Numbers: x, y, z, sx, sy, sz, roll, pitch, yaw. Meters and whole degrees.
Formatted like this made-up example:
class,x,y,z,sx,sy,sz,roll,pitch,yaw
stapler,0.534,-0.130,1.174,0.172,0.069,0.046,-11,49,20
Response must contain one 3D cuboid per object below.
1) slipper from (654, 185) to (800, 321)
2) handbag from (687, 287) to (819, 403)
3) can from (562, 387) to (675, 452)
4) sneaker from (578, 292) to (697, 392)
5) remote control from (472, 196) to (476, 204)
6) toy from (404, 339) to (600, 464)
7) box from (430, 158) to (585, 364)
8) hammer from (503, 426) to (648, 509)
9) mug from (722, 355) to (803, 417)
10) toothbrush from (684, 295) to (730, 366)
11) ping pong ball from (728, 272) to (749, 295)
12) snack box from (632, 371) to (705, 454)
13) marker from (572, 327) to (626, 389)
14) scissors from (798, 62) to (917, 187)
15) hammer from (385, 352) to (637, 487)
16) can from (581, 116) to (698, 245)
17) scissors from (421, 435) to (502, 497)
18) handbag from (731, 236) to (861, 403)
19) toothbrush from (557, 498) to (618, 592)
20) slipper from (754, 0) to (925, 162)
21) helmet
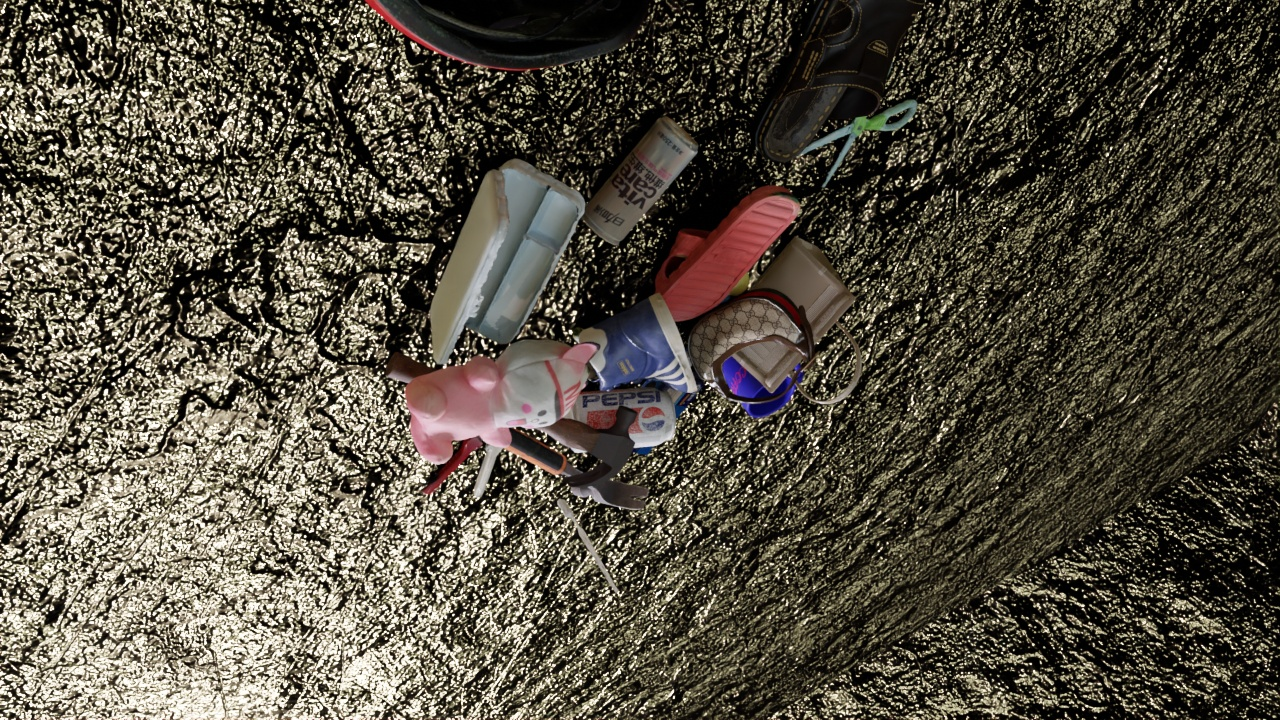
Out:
class,x,y,z,sx,sy,sz,roll,pitch,yaw
slipper,0.087,-0.132,1.090,0.103,0.059,0.250,2,146,-36
handbag,0.147,-0.015,1.171,0.167,0.138,0.063,-25,-172,31
can,-0.029,0.077,1.207,0.136,0.078,0.078,-3,136,-17
sneaker,-0.006,0.006,1.136,0.118,0.091,0.233,-25,160,-1
remote control,-0.142,-0.130,0.960,0.046,0.009,0.125,-24,143,-12
toy,-0.148,0.034,1.001,0.213,0.084,0.142,-17,148,-17
box,-0.151,-0.079,0.894,0.106,0.124,0.216,29,126,-4
hammer,-0.112,0.132,1.201,0.314,0.138,0.035,38,66,-49
mug,0.180,0.020,1.314,0.111,0.083,0.079,-16,141,-23
toothbrush,0.094,-0.052,1.226,0.016,0.014,0.167,4,129,-40
ping pong ball,0.118,-0.102,1.163,0.040,0.040,0.040,-21,142,-17
snack box,0.018,0.072,1.300,0.082,0.027,0.150,13,125,-46
marker,-0.051,-0.001,1.172,0.017,0.017,0.146,-35,144,2
scissors,0.264,-0.278,1.094,0.167,0.023,0.172,-11,141,-37
hammer,-0.146,0.063,1.083,0.322,0.033,0.115,25,94,-30
can,-0.001,-0.188,0.963,0.136,0.054,0.054,-47,142,18
scissors,-0.209,0.118,1.191,0.187,0.015,0.179,-25,142,-11
handbag,0.210,-0.029,1.183,0.062,0.198,0.176,14,123,-46
toothbrush,-0.077,0.264,1.317,0.010,0.181,0.010,20,114,-44
slipper,0.220,-0.315,0.965,0.112,0.075,0.268,8,128,-43
helmet,-0.098,-0.320,0.637,0.271,0.167,0.218,-13,125,-36
